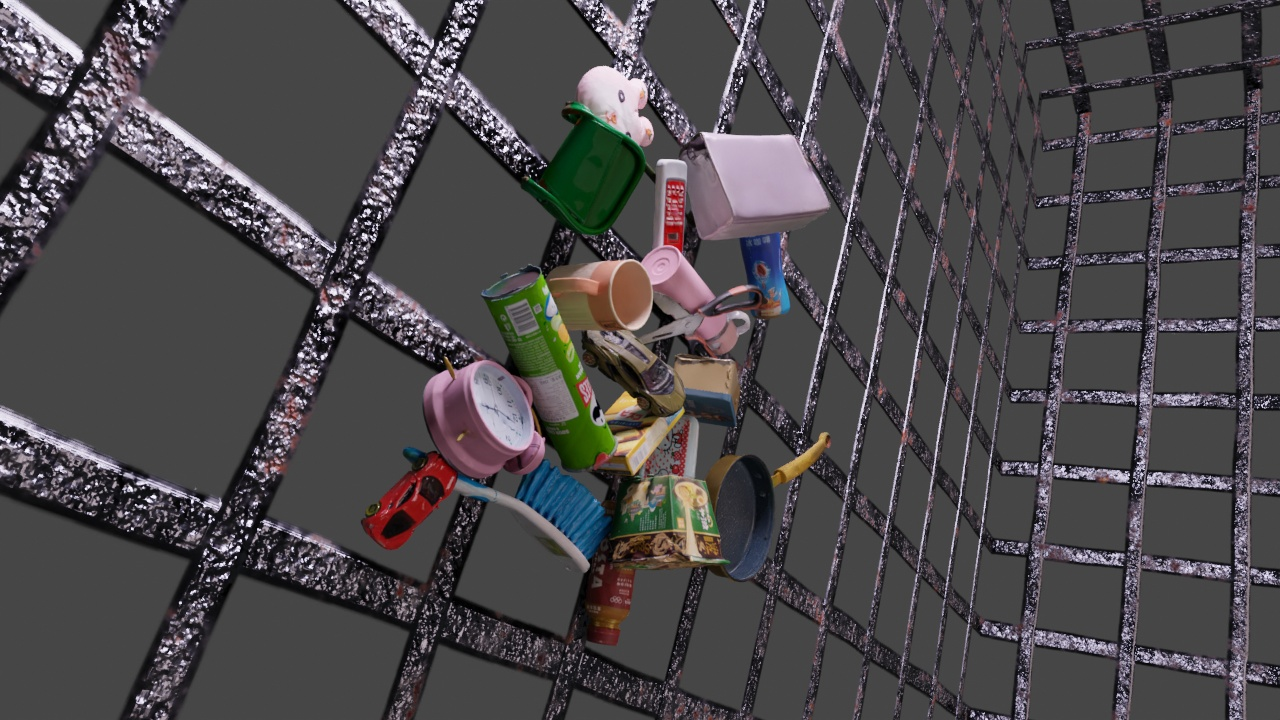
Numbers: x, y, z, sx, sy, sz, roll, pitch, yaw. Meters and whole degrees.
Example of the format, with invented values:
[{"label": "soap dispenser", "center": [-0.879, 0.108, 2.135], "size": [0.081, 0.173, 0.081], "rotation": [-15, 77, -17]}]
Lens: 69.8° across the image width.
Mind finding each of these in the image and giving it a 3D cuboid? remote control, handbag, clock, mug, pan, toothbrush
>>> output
[{"label": "remote control", "center": [0.041, -0.210, 1.274], "size": [0.055, 0.020, 0.136], "rotation": [-8, 105, -49]}, {"label": "handbag", "center": [0.163, -0.259, 1.349], "size": [0.196, 0.099, 0.145], "rotation": [-11, 83, -35]}, {"label": "clock", "center": [-0.152, 0.061, 0.949], "size": [0.158, 0.060, 0.117], "rotation": [29, 40, -58]}, {"label": "mug", "center": [-0.061, -0.077, 1.071], "size": [0.114, 0.106, 0.081], "rotation": [10, 82, -54]}, {"label": "handbag", "center": [-0.067, -0.221, 1.073], "size": [0.120, 0.068, 0.131], "rotation": [34, 87, -33]}, {"label": "pan", "center": [0.207, 0.210, 1.481], "size": [0.356, 0.078, 0.198], "rotation": [-40, 123, -47]}, {"label": "toothbrush", "center": [0.035, -0.242, 1.289], "size": [0.186, 0.012, 0.017], "rotation": [40, 53, -48]}]

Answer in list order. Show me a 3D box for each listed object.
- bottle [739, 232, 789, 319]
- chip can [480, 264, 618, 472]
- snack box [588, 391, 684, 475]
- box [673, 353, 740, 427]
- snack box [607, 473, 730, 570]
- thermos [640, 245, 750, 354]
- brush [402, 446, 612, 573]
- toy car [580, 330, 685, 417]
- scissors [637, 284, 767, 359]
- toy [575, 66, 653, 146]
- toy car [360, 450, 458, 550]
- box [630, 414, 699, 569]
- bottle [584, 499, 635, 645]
[{"label": "bottle", "center": [0.194, -0.178, 1.468], "size": [0.065, 0.065, 0.219], "rotation": [-29, 114, -51]}, {"label": "chip can", "center": [-0.098, 0.013, 1.019], "size": [0.072, 0.072, 0.236], "rotation": [-49, 127, -43]}, {"label": "snack box", "center": [-0.014, 0.089, 1.157], "size": [0.140, 0.087, 0.034], "rotation": [-45, 126, -45]}, {"label": "box", "center": [0.090, 0.041, 1.256], "size": [0.184, 0.090, 0.061], "rotation": [53, 46, -72]}, {"label": "snack box", "center": [0.032, 0.197, 1.111], "size": [0.117, 0.118, 0.105], "rotation": [19, 65, -50]}, {"label": "thermos", "center": [0.082, -0.082, 1.293], "size": [0.198, 0.087, 0.067], "rotation": [45, 34, -44]}, {"label": "brush", "center": [-0.136, 0.149, 1.020], "size": [0.314, 0.061, 0.109], "rotation": [53, 53, -37]}, {"label": "toy car", "center": [-0.007, 0.007, 1.147], "size": [0.158, 0.042, 0.070], "rotation": [40, 47, 2]}, {"label": "scissors", "center": [0.082, -0.052, 1.265], "size": [0.189, 0.015, 0.222], "rotation": [-44, 136, 3]}, {"label": "toy", "center": [-0.028, -0.312, 1.165], "size": [0.159, 0.054, 0.121], "rotation": [-35, 119, -54]}, {"label": "toy car", "center": [-0.220, 0.136, 0.893], "size": [0.106, 0.031, 0.049], "rotation": [-47, 132, -20]}, {"label": "box", "center": [0.039, 0.172, 1.221], "size": [0.095, 0.102, 0.201], "rotation": [14, 79, -53]}, {"label": "bottle", "center": [-0.035, 0.266, 1.155], "size": [0.057, 0.058, 0.174], "rotation": [24, 71, -52]}]
